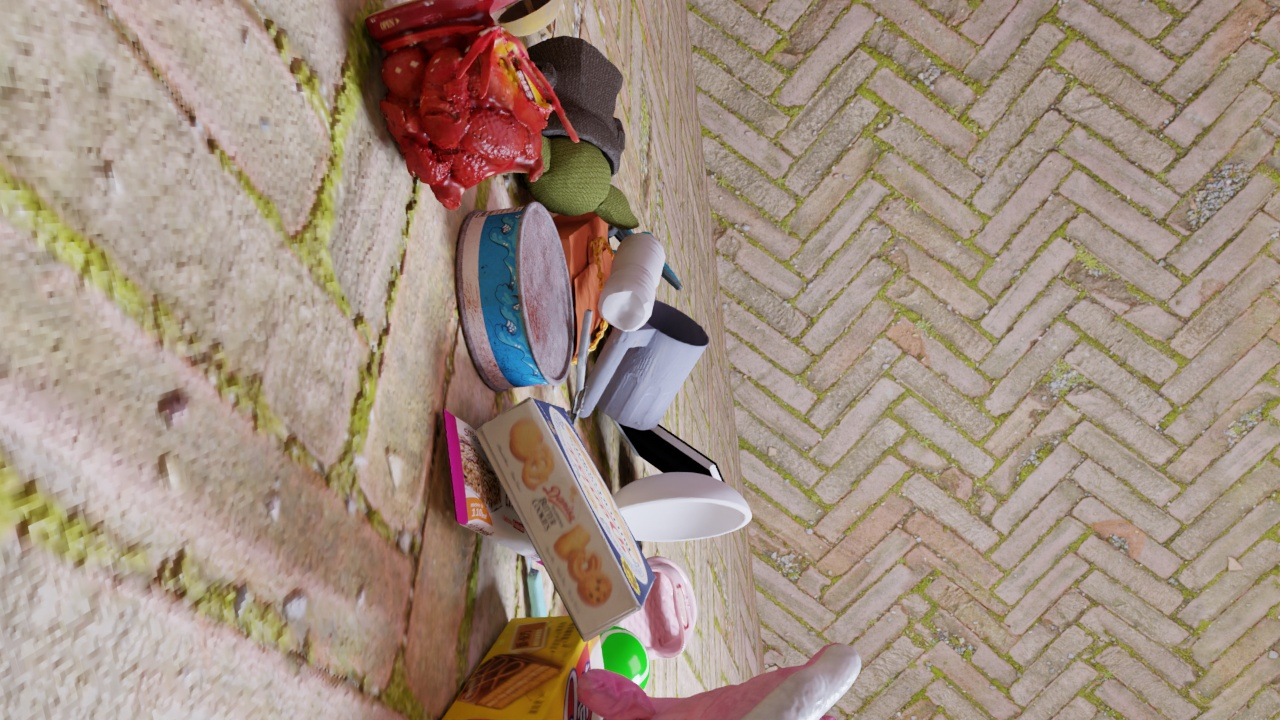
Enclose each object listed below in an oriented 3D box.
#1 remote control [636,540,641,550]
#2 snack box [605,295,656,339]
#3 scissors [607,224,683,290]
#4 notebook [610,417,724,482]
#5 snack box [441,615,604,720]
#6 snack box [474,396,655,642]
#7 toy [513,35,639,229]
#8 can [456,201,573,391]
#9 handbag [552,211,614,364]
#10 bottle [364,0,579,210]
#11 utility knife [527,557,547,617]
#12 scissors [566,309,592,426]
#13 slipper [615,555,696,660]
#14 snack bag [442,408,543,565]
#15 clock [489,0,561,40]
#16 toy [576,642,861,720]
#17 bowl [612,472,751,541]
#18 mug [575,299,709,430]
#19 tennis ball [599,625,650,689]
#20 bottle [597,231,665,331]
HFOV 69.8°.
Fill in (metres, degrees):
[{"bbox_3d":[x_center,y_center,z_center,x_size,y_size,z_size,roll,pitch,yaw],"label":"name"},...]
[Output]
[{"bbox_3d":[-0.007,0.219,1.020,0.033,0.015,0.146,59,27,-67],"label":"remote control"},{"bbox_3d":[-0.008,-0.023,0.991,0.088,0.040,0.126,-162,-116,-75],"label":"snack box"},{"bbox_3d":[-0.015,-0.109,0.932,0.019,0.124,0.155,144,-49,-69],"label":"scissors"},{"bbox_3d":[0.034,0.108,1.013,0.016,0.149,0.207,-52,156,-12],"label":"notebook"},{"bbox_3d":[-0.070,0.239,0.515,0.230,0.062,0.110,-44,126,-77],"label":"snack box"},{"bbox_3d":[-0.044,0.100,0.608,0.144,0.042,0.145,61,0,6],"label":"snack box"},{"bbox_3d":[-0.061,-0.195,0.771,0.179,0.078,0.152,26,60,-50],"label":"toy"},{"bbox_3d":[-0.085,-0.044,0.649,0.130,0.044,0.130,-5,89,-80],"label":"can"},{"bbox_3d":[-0.053,-0.068,0.816,0.171,0.060,0.109,-64,151,-72],"label":"handbag"},{"bbox_3d":[-0.095,-0.145,0.509,0.098,0.099,0.111,-72,150,-66],"label":"bottle"},{"bbox_3d":[-0.074,0.174,0.668,0.022,0.015,0.165,-5,86,-85],"label":"utility knife"},{"bbox_3d":[-0.053,0.036,0.736,0.141,0.014,0.175,-76,178,-51],"label":"scissors"},{"bbox_3d":[0.015,0.259,0.951,0.221,0.056,0.106,17,63,-67],"label":"slipper"},{"bbox_3d":[-0.087,0.093,0.611,0.196,0.016,0.070,60,16,-65],"label":"snack bag"},{"bbox_3d":[-0.099,-0.274,0.594,0.159,0.081,0.117,46,27,-59],"label":"clock"},{"bbox_3d":[0.019,0.221,0.522,0.128,0.186,0.266,49,-29,21],"label":"toy"},{"bbox_3d":[0.033,0.140,0.910,0.149,0.150,0.043,64,21,-62],"label":"bowl"},{"bbox_3d":[-0.005,0.005,0.876,0.123,0.084,0.104,-10,135,-57],"label":"mug"},{"bbox_3d":[-0.025,0.252,0.755,0.065,0.065,0.065,-5,89,-80],"label":"tennis ball"},{"bbox_3d":[-0.004,-0.075,0.788,0.136,0.044,0.044,-76,158,-57],"label":"bottle"}]
